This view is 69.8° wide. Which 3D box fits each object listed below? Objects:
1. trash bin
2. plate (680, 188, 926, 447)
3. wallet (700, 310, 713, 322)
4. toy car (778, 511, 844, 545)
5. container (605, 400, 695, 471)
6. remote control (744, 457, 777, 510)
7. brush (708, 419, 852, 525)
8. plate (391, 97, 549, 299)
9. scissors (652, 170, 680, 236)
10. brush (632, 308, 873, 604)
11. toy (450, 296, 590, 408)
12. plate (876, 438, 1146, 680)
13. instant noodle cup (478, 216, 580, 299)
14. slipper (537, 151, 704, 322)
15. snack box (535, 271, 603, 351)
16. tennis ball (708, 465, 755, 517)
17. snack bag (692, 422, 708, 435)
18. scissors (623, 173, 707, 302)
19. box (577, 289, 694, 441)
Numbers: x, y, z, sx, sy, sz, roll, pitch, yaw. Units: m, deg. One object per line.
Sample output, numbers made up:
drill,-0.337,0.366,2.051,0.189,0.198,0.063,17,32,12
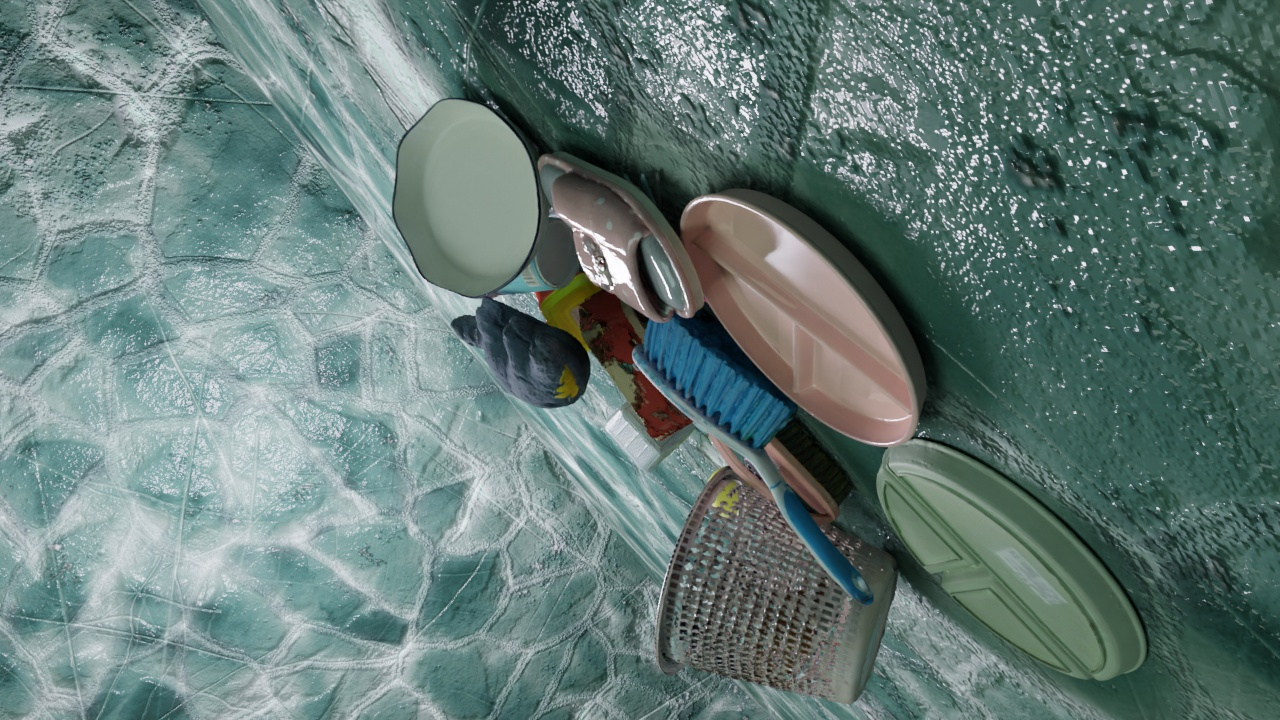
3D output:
trash bin,0.146,0.240,0.927,0.192,0.227,0.228,15,153,23
plate,0.116,-0.032,0.663,0.229,0.028,0.230,46,167,14
wallet,0.051,-0.019,0.917,0.101,0.032,0.125,50,167,13
toy car,0.193,0.193,1.030,0.091,0.034,0.043,14,141,45
container,0.019,0.077,1.165,0.090,0.090,0.112,48,164,4
remote control,0.151,0.150,1.071,0.053,0.024,0.136,42,164,37
brush,0.134,0.099,0.875,0.145,0.073,0.063,47,166,2
plate,-0.176,-0.169,0.969,0.205,0.205,0.045,46,-149,15
scissors,0.013,-0.117,0.802,0.176,0.012,0.162,37,161,39
brush,0.111,0.075,0.814,0.314,0.110,0.060,41,-150,14
toy,-0.127,-0.005,1.036,0.138,0.091,0.357,39,170,-27
plate,0.266,0.153,0.694,0.230,0.027,0.230,45,166,14
instant noodle cup,-0.135,-0.123,1.044,0.121,0.111,0.111,5,140,36
slipper,-0.034,-0.110,0.796,0.274,0.054,0.114,45,161,48
snack box,-0.083,-0.064,1.124,0.091,0.082,0.080,56,176,-32
tennis ball,0.114,0.163,1.136,0.065,0.065,0.065,46,167,14
snack bag,0.063,0.057,1.094,0.104,0.026,0.048,49,179,3
scissors,0.027,-0.099,0.764,0.093,0.017,0.137,34,155,46
box,-0.006,0.006,1.003,0.168,0.077,0.091,56,-168,-27
